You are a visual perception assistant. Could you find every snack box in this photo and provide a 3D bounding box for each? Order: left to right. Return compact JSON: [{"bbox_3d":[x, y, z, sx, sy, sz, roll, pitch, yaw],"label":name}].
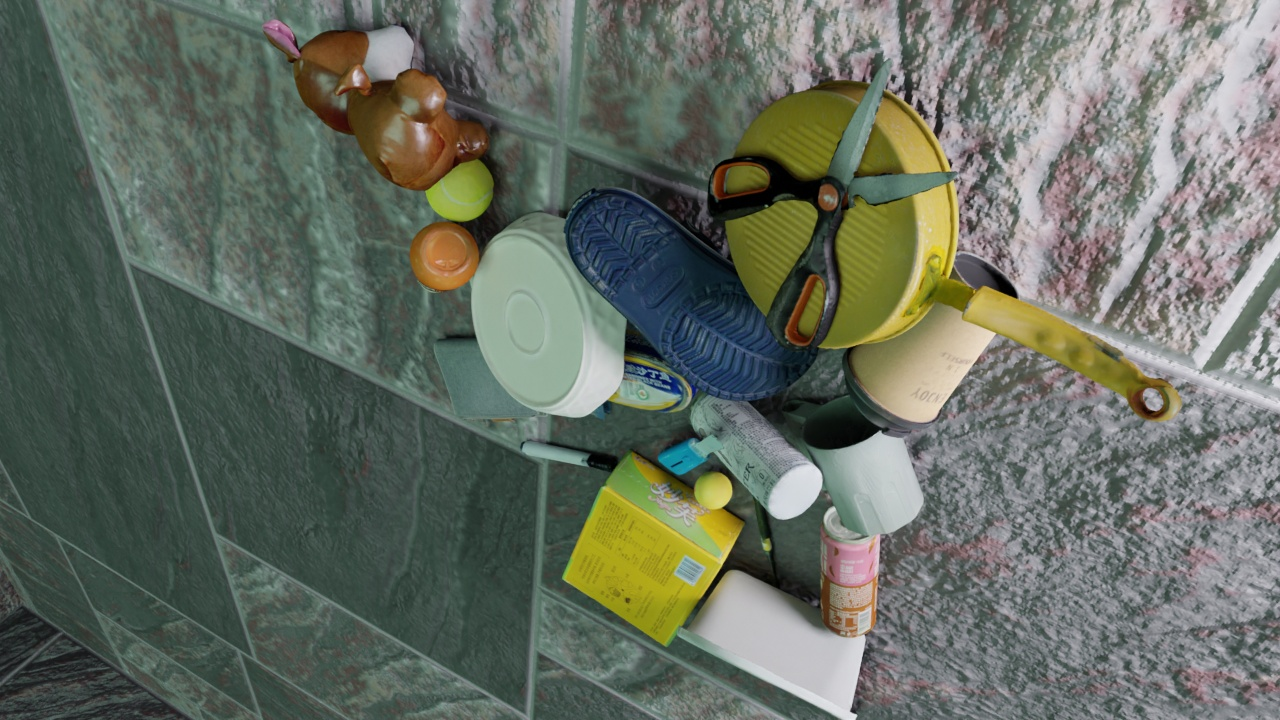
[{"bbox_3d":[0.009,0.223,1.070,0.158,0.069,0.211,31,136,9],"label":"snack box"}]

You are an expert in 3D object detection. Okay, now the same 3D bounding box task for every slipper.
[{"bbox_3d":[0.038,-0.057,0.800,0.252,0.095,0.105,35,107,-18],"label":"slipper"}]

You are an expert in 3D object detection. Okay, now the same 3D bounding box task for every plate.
[{"bbox_3d":[-0.098,-0.040,0.902,0.205,0.045,0.205,16,115,40],"label":"plate"}]

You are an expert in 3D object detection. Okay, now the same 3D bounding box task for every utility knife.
[{"bbox_3d":[0.050,0.090,0.900,0.034,0.018,0.223,40,165,1],"label":"utility knife"}]

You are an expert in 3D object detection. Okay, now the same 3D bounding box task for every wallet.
[{"bbox_3d":[-0.170,0.021,1.057,0.130,0.036,0.106,-2,112,33],"label":"wallet"}]

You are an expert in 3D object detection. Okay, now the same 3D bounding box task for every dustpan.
[{"bbox_3d":[0.137,0.351,1.022,0.223,0.142,0.258,23,137,18],"label":"dustpan"}]

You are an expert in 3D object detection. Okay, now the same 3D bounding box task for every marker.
[{"bbox_3d":[-0.086,0.114,1.086,0.131,0.018,0.023,7,137,29],"label":"marker"}]

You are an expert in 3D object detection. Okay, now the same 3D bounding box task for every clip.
[{"bbox_3d":[-0.061,0.048,1.016,0.058,0.036,0.026,15,133,24],"label":"clip"}]

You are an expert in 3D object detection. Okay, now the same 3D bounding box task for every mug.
[{"bbox_3d":[0.192,0.091,0.846,0.124,0.083,0.103,15,137,58],"label":"mug"}]

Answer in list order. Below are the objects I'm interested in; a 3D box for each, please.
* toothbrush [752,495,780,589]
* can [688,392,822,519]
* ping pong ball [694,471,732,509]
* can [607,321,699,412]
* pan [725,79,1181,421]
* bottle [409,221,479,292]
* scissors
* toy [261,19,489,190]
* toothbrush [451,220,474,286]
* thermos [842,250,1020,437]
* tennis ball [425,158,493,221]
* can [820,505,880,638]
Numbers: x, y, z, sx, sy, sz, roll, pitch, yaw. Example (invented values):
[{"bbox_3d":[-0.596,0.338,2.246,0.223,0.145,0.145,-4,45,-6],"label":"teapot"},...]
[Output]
[{"bbox_3d":[0.134,0.192,1.004,0.017,0.012,0.186,15,132,39],"label":"toothbrush"},{"bbox_3d":[0.104,0.082,0.853,0.146,0.058,0.058,46,151,48],"label":"can"},{"bbox_3d":[0.077,0.138,0.978,0.040,0.040,0.040,18,132,21],"label":"ping pong ball"},{"bbox_3d":[-0.005,0.005,0.922,0.148,0.049,0.075,13,129,26],"label":"can"},{"bbox_3d":[0.201,-0.063,0.649,0.357,0.078,0.198,45,137,34],"label":"pan"},{"bbox_3d":[-0.206,-0.097,0.941,0.067,0.066,0.150,48,164,-8],"label":"bottle"},{"bbox_3d":[0.120,-0.106,0.653,0.232,0.021,0.221,31,128,45],"label":"scissors"},{"bbox_3d":[-0.240,-0.245,0.836,0.200,0.130,0.140,31,175,25],"label":"toy"},{"bbox_3d":[-0.187,-0.110,0.979,0.018,0.016,0.192,13,130,39],"label":"toothbrush"},{"bbox_3d":[0.228,-0.013,0.727,0.093,0.092,0.144,36,129,4],"label":"thermos"},{"bbox_3d":[-0.175,-0.167,0.888,0.065,0.065,0.066,18,132,21],"label":"tennis ball"},{"bbox_3d":[0.213,0.216,0.935,0.058,0.057,0.147,12,129,26],"label":"can"}]
